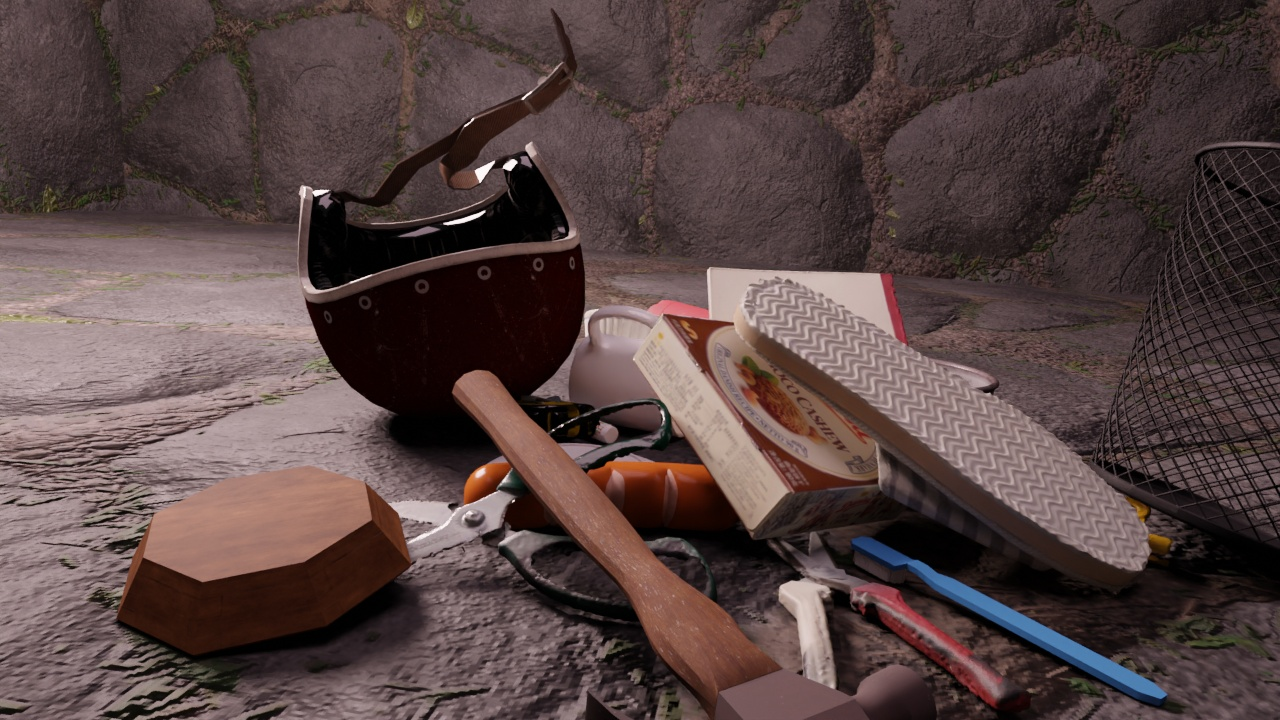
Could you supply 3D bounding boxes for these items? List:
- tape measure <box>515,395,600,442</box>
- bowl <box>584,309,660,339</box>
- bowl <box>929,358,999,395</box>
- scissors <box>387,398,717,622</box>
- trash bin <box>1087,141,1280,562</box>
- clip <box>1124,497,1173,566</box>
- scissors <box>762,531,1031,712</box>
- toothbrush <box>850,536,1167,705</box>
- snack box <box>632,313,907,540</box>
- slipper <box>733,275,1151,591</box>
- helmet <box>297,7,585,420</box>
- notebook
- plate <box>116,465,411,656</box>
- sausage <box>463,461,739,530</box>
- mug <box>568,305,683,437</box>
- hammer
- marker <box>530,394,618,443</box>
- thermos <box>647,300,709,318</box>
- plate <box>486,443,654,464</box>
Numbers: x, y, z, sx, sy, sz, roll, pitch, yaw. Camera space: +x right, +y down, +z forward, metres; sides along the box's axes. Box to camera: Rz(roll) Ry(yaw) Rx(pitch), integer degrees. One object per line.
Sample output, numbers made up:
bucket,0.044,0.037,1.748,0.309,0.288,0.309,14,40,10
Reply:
tape measure,-0.073,0.043,0.695,0.062,0.034,0.061,1,2,37
bowl,0.000,-0.004,0.850,0.115,0.062,0.115,10,-8,1
bowl,0.212,0.039,0.750,0.145,0.067,0.145,4,11,-1
scissors,-0.045,0.090,0.461,0.205,0.015,0.179,-23,43,-22
trash bin,0.387,0.002,0.553,0.184,0.210,0.184,20,10,-4
clip,0.299,0.111,0.566,0.053,0.037,0.046,10,25,35
scissors,0.100,0.120,0.436,0.187,0.015,0.178,11,13,36
toothbrush,0.170,0.125,0.451,0.016,0.014,0.167,-4,18,-37
snack box,0.088,0.037,0.570,0.146,0.041,0.143,4,41,-43
slipper,0.169,0.042,0.545,0.272,0.054,0.114,36,32,9
helmet,-0.149,-0.082,0.731,0.233,0.253,0.234,-14,-10,-12
notebook,0.128,0.009,0.674,0.153,0.012,0.208,2,50,-1
plate,-0.175,0.084,0.428,0.131,0.025,0.131,-1,20,0
sausage,-0.020,0.079,0.536,0.164,0.039,0.044,2,17,-10
mug,-0.004,0.004,0.745,0.091,0.111,0.073,9,39,23
hammer,-0.018,0.078,0.412,0.115,0.033,0.323,-8,26,-29
marker,-0.070,0.044,0.754,0.017,0.017,0.146,-6,15,-42
thermos,0.112,0.000,0.900,0.240,0.073,0.073,17,16,29
plate,-0.041,0.074,0.623,0.134,0.011,0.134,4,11,-1
